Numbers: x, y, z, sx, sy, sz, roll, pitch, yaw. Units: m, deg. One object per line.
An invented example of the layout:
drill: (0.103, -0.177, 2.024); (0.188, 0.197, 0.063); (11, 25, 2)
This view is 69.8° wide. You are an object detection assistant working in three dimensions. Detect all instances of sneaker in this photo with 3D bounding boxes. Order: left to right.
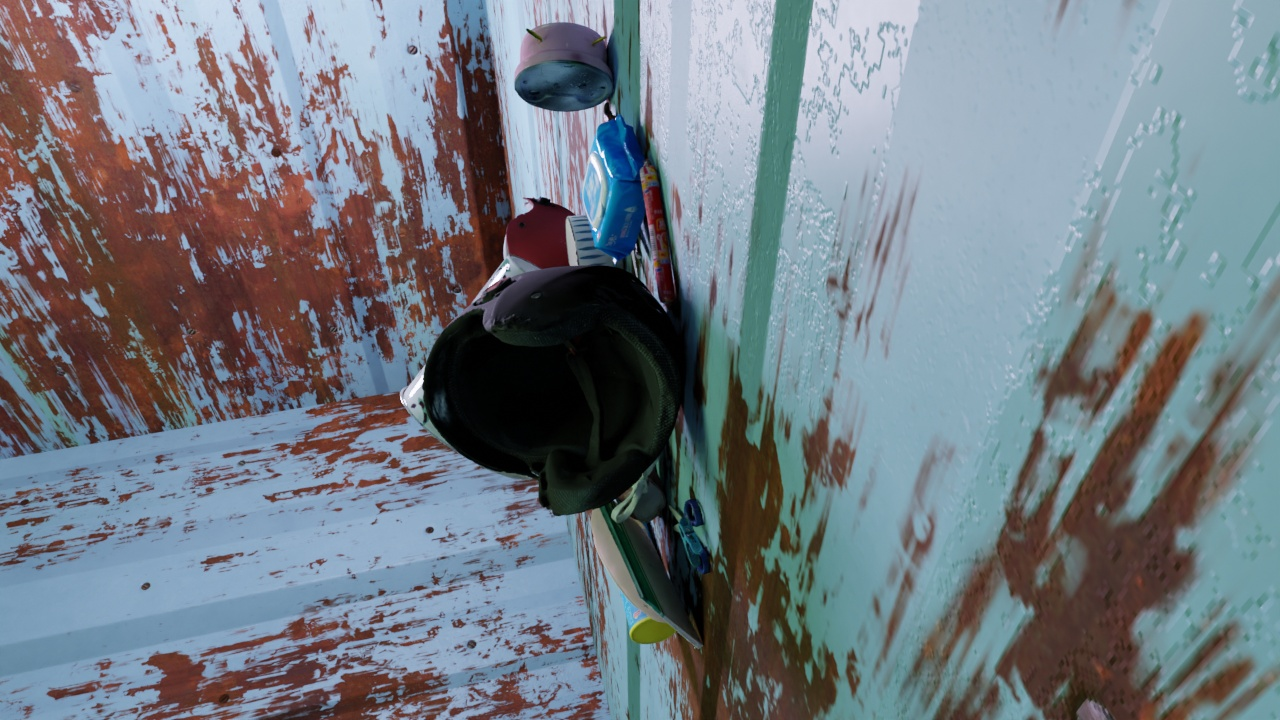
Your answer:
sneaker: (-0.018, 0.127, 1.162); (0.088, 0.118, 0.241); (33, 156, 50)

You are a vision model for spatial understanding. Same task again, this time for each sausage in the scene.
sausage: (0.018, -0.130, 0.950); (0.020, 0.020, 0.156); (-154, 54, -78)

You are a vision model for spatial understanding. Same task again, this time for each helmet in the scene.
helmet: (-0.143, -0.158, 1.495); (0.239, 0.144, 0.207); (-79, 1, -58)
helmet: (-0.084, 0.014, 0.976); (0.229, 0.275, 0.234); (-61, -39, -60)

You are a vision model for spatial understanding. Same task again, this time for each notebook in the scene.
notebook: (0.003, 0.259, 1.179); (0.150, 0.012, 0.209); (51, -175, -40)

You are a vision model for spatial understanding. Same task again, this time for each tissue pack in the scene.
tissue pack: (-0.031, -0.187, 1.028); (0.157, 0.052, 0.095); (110, 148, -54)

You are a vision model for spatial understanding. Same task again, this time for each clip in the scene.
clip: (0.055, 0.198, 1.015); (0.037, 0.013, 0.055); (96, 158, -46)

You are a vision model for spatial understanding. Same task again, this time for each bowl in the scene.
bowl: (-0.061, -0.143, 1.252); (0.116, 0.066, 0.116); (170, 91, -81)

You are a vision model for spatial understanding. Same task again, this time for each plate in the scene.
plate: (-0.014, 0.276, 1.240); (0.192, 0.039, 0.192); (55, -177, -5)

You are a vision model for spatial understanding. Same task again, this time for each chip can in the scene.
chip can: (-0.004, 0.312, 1.368); (0.071, 0.071, 0.210); (90, 167, -44)

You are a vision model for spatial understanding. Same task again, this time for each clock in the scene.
clock: (-0.094, -0.345, 1.108); (0.159, 0.117, 0.059); (126, 144, -73)

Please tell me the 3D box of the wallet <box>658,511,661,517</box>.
wallet: (0.006, 0.158, 1.313); (0.101, 0.020, 0.115); (-140, 38, -77)

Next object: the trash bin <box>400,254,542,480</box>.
trash bin: (-0.179, 0.002, 1.310); (0.252, 0.229, 0.229); (-56, 19, 7)

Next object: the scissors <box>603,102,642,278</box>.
scissors: (-0.026, -0.210, 1.132); (0.189, 0.015, 0.224); (-129, 31, -70)

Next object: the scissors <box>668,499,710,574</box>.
scissors: (0.057, 0.208, 1.087); (0.170, 0.012, 0.144); (96, 161, -57)
